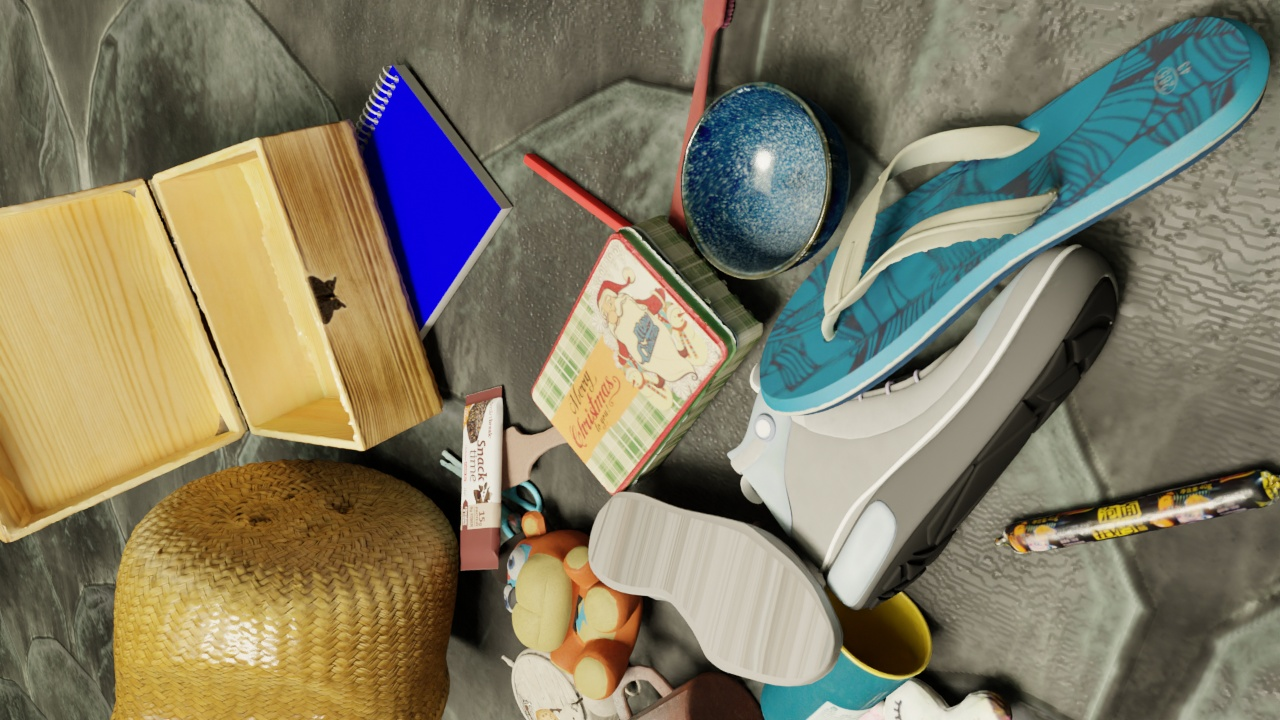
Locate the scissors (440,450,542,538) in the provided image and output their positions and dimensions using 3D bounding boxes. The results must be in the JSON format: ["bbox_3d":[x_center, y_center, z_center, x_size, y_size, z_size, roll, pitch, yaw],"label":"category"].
[{"bbox_3d":[-0.141,0.115,0.852,0.141,0.015,0.076,34,125,20],"label":"scissors"}]

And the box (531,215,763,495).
[{"bbox_3d":[-0.004,0.004,0.657,0.117,0.050,0.206,52,141,14],"label":"box"}]

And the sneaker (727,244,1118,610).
[{"bbox_3d":[0.145,0.016,0.544,0.160,0.092,0.257,44,127,30],"label":"sneaker"}]

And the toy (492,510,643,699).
[{"bbox_3d":[-0.062,0.195,0.764,0.176,0.096,0.112,31,117,59],"label":"toy"}]

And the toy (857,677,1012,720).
[{"bbox_3d":[0.194,0.249,0.608,0.123,0.037,0.079,-18,100,44],"label":"toy"}]

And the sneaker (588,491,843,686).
[{"bbox_3d":[0.063,0.154,0.636,0.236,0.089,0.099,17,90,53],"label":"sneaker"}]

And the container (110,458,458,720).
[{"bbox_3d":[-0.318,0.220,0.851,0.307,0.306,0.197,19,108,34],"label":"container"}]

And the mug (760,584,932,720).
[{"bbox_3d":[0.132,0.211,0.624,0.078,0.078,0.122,42,131,21],"label":"mug"}]

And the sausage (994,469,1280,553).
[{"bbox_3d":[0.268,0.086,0.503,0.156,0.020,0.020,-26,88,42],"label":"sausage"}]

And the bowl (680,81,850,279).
[{"bbox_3d":[0.085,-0.108,0.555,0.114,0.060,0.114,12,106,47],"label":"bowl"}]

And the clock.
[{"bbox_3d":[-0.057,0.291,0.813,0.157,0.061,0.103,-23,90,44],"label":"clock"}]

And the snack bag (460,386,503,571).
[{"bbox_3d":[-0.141,0.104,0.810,0.057,0.013,0.157,-13,72,43],"label":"snack bag"}]

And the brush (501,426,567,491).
[{"bbox_3d":[-0.096,0.078,0.803,0.136,0.015,0.050,-27,74,35],"label":"brush"}]

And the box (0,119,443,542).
[{"bbox_3d":[-0.418,-0.024,0.804,0.287,0.335,0.279,1,113,45],"label":"box"}]

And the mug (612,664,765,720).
[{"bbox_3d":[0.027,0.291,0.720,0.110,0.096,0.123,-42,77,28],"label":"mug"}]

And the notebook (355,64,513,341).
[{"bbox_3d":[-0.215,-0.132,0.825,0.171,0.022,0.210,53,130,11],"label":"notebook"}]

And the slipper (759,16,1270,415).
[{"bbox_3d":[0.159,-0.077,0.476,0.060,0.118,0.296,36,128,-23],"label":"slipper"}]

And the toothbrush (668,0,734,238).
[{"bbox_3d":[0.037,-0.147,0.608,0.016,0.016,0.190,23,115,32],"label":"toothbrush"}]

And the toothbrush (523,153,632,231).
[{"bbox_3d":[-0.014,-0.094,0.678,0.212,0.012,0.018,39,126,23],"label":"toothbrush"}]
